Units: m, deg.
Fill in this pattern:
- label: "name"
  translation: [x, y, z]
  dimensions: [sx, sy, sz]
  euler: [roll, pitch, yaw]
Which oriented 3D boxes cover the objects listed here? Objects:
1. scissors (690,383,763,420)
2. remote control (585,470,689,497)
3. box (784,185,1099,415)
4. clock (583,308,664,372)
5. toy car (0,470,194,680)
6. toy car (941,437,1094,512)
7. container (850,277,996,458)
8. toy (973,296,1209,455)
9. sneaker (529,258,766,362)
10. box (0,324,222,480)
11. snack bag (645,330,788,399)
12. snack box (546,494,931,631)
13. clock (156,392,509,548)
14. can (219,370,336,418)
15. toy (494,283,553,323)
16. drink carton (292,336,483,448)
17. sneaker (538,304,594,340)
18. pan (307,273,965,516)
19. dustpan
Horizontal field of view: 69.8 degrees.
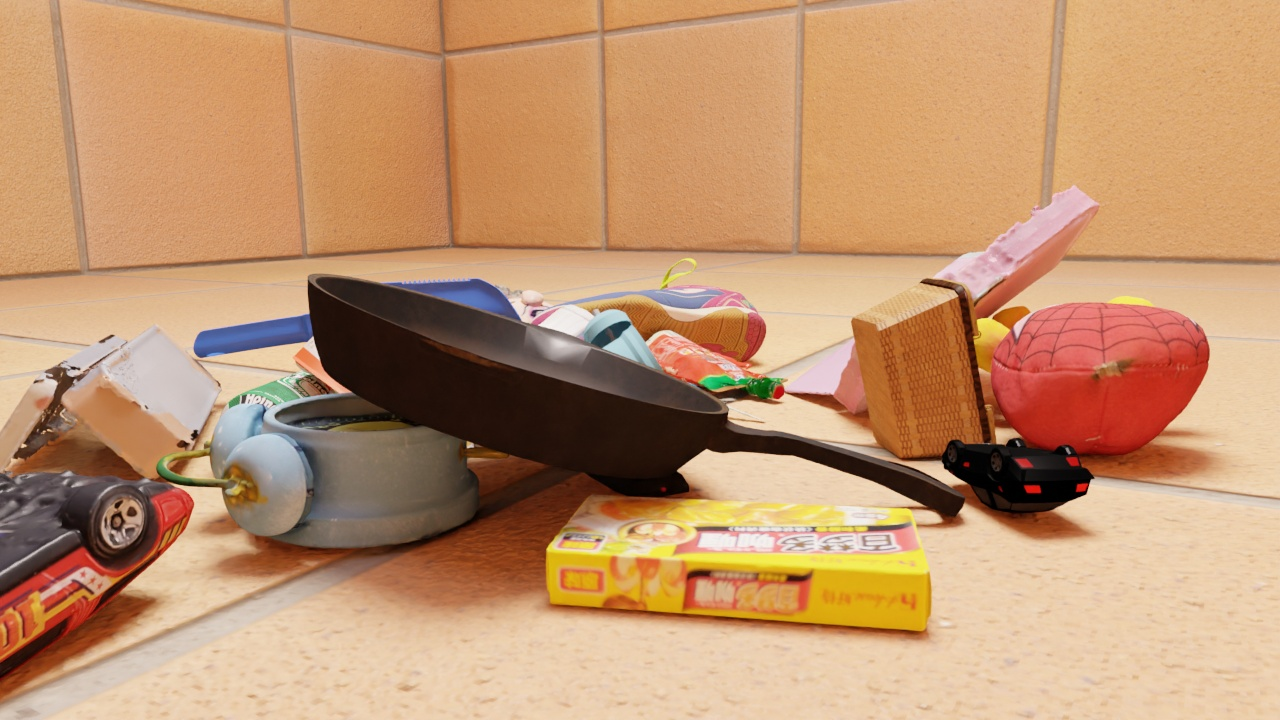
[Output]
- label: "scissors"
  translation: [0.031, 0.025, 0.707]
  dimensions: [0.110, 0.015, 0.132]
  euler: [18, 3, -25]
- label: "remote control"
  translation: [-0.016, 0.063, 0.561]
  dimensions: [0.039, 0.010, 0.125]
  euler: [-6, 11, -28]
- label: "box"
  translation: [0.240, -0.037, 0.737]
  dimensions: [0.232, 0.059, 0.180]
  euler: [-35, -5, -15]
- label: "clock"
  translation: [-0.004, 0.004, 0.650]
  dimensions: [0.042, 0.087, 0.123]
  euler: [-32, 37, -3]
- label: "toy car"
  translation: [-0.249, 0.087, 0.316]
  dimensions: [0.082, 0.056, 0.189]
  euler: [1, 17, 16]
- label: "toy car"
  translation: [0.196, 0.061, 0.488]
  dimensions: [0.042, 0.036, 0.092]
  euler: [-1, 0, -10]
- label: "container"
  translation: [0.181, 0.009, 0.595]
  dimensions: [0.061, 0.114, 0.063]
  euler: [-15, 11, -4]
- label: "toy"
  translation: [0.304, 0.003, 0.626]
  dimensions: [0.148, 0.099, 0.216]
  euler: [-13, 4, 20]
- label: "sneaker"
  translation: [0.001, -0.035, 0.904]
  dimensions: [0.241, 0.116, 0.091]
  euler: [-1, 38, -22]
- label: "box"
  translation: [-0.350, 0.031, 0.630]
  dimensions: [0.107, 0.094, 0.216]
  euler: [21, 1, -22]
- label: "snack bag"
  translation: [0.066, 0.008, 0.802]
  dimensions: [0.087, 0.044, 0.155]
  euler: [-3, 14, -39]
- label: "snack box"
  translation: [0.042, 0.084, 0.396]
  dimensions: [0.152, 0.025, 0.075]
  euler: [1, 10, 11]
- label: "clock"
  translation: [-0.158, 0.055, 0.473]
  dimensions: [0.161, 0.060, 0.118]
  euler: [-4, 11, -34]
- label: "can"
  translation: [-0.228, 0.037, 0.601]
  dimensions: [0.053, 0.053, 0.101]
  euler: [1, 10, 10]
- label: "toy"
  translation: [-0.128, -0.039, 0.987]
  dimensions: [0.132, 0.076, 0.176]
  euler: [-10, 21, -40]
- label: "drink carton"
  translation: [-0.160, 0.026, 0.601]
  dimensions: [0.122, 0.039, 0.069]
  euler: [37, 22, 6]
- label: "sneaker"
  translation: [-0.060, 0.014, 0.717]
  dimensions: [0.079, 0.087, 0.235]
  euler: [35, 9, 2]
- label: "pan"
  translation: [-0.006, 0.030, 0.488]
  dimensions: [0.356, 0.043, 0.248]
  euler: [19, 5, 3]
- label: "dustpan"
  translation: [-0.227, -0.013, 0.754]
  dimensions: [0.257, 0.059, 0.246]
  euler: [-10, -8, -8]
